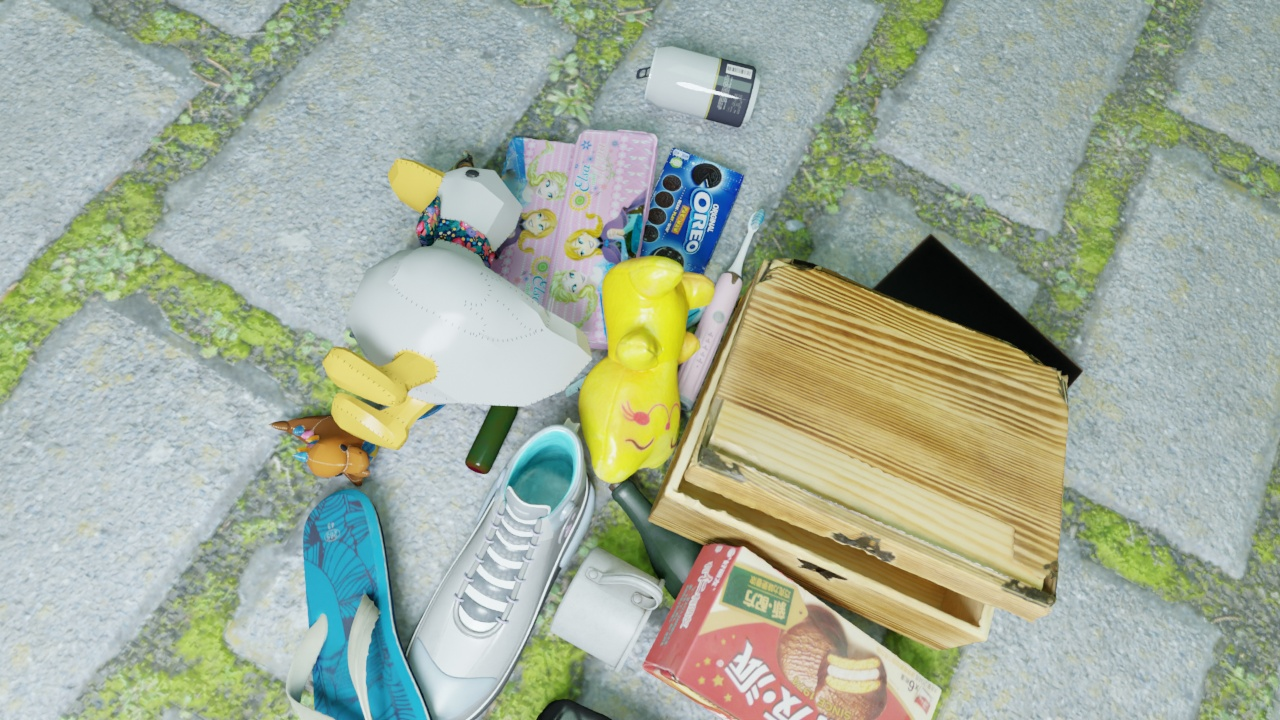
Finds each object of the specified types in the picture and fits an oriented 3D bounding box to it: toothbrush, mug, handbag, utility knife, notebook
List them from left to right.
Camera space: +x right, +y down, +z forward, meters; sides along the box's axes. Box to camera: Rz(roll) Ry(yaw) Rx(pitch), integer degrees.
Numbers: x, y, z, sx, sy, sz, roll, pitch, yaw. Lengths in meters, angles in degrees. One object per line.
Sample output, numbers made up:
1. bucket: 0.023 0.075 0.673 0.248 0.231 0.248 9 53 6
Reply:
1. handbag: -0.039 0.349 0.698 0.125 0.115 0.153 21 64 -1
2. mug: -0.024 0.198 0.757 0.070 0.113 0.084 28 51 6
3. utility knife: -0.003 -0.010 0.890 0.168 0.015 0.022 -35 109 -16
4. toothbrush: 0.078 -0.055 0.899 0.027 0.027 0.222 28 73 -16
5. notebook: 0.330 -0.017 0.937 0.141 0.008 0.209 -41 80 -19

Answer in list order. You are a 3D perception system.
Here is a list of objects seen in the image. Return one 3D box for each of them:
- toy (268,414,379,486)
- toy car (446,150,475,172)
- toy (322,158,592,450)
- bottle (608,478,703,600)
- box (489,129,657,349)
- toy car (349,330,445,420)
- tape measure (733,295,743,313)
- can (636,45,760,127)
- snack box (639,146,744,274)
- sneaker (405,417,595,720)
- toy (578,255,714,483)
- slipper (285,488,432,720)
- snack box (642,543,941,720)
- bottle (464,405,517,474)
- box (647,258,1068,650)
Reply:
1. toy: -0.276 0.071 0.785 0.103 0.090 0.071 13 99 -2
2. toy car: -0.181 -0.151 0.902 0.047 0.047 0.111 -7 67 0
3. toy: -0.155 -0.051 0.777 0.247 0.141 0.266 28 57 5
4. bottle: 0.033 0.172 0.805 0.055 0.055 0.174 -37 77 -18
5. box: -0.076 -0.125 0.899 0.159 0.035 0.230 6 70 9
6. toy car: -0.221 0.001 0.841 0.056 0.044 0.120 -31 79 -17
7. tape measure: 0.124 -0.043 0.909 0.068 0.030 0.058 3 71 -7
8. can: 0.059 -0.293 0.975 0.127 0.064 0.064 14 68 -2
9. snack box: 0.044 -0.140 0.936 0.082 0.027 0.150 21 70 3
10. sneaker: -0.114 0.169 0.731 0.093 0.161 0.256 26 67 3
11. toy: -0.005 0.005 0.797 0.087 0.134 0.194 13 97 21
12. slipper: -0.231 0.241 0.718 0.118 0.060 0.294 -30 65 25
13. snack box: 0.126 0.256 0.739 0.236 0.060 0.113 37 68 -16
14. bottle: -0.129 0.053 0.843 0.025 0.025 0.105 22 69 1
15. box: 0.187 0.062 0.759 0.279 0.176 0.246 23 64 3
